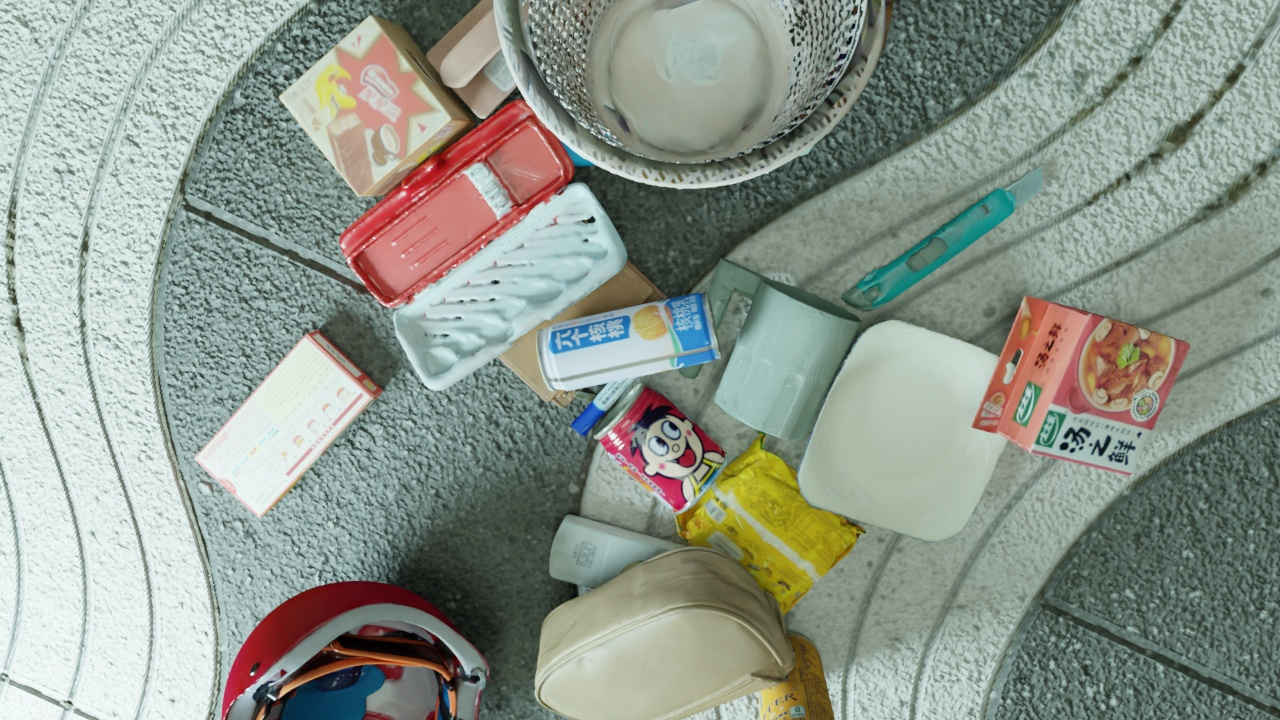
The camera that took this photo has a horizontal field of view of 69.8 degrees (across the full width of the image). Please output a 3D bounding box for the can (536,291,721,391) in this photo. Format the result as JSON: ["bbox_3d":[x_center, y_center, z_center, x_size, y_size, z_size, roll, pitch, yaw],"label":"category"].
[{"bbox_3d":[-0.009,-0.013,0.699,0.135,0.053,0.053,-12,101,8],"label":"can"}]

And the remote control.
[{"bbox_3d":[-0.003,0.178,0.792,0.150,0.021,0.058,16,106,0],"label":"remote control"}]

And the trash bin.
[{"bbox_3d":[0.033,-0.216,0.606,0.227,0.192,0.227,0,93,3],"label":"trash bin"}]

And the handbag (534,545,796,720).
[{"bbox_3d":[0.017,0.227,0.743,0.205,0.099,0.148,-32,121,28],"label":"handbag"}]

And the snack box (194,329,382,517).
[{"bbox_3d":[-0.301,0.055,0.784,0.077,0.027,0.156,45,101,-5],"label":"snack box"}]

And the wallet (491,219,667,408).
[{"bbox_3d":[-0.055,-0.034,0.743,0.119,0.035,0.131,43,104,-7],"label":"wallet"}]

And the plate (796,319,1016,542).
[{"bbox_3d":[0.212,0.055,0.730,0.164,0.034,0.164,19,101,-15],"label":"plate"}]

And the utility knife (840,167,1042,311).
[{"bbox_3d":[0.238,-0.093,0.720,0.178,0.013,0.029,-36,98,11],"label":"utility knife"}]

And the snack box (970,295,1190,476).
[{"bbox_3d":[0.337,0.020,0.704,0.127,0.044,0.113,13,104,-18],"label":"snack box"}]

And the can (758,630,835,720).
[{"bbox_3d":[0.125,0.279,0.741,0.058,0.146,0.058,1,102,4],"label":"can"}]

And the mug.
[{"bbox_3d":[0.097,-0.010,0.722,0.124,0.083,0.103,28,105,25],"label":"mug"}]

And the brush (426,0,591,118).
[{"bbox_3d":[-0.087,-0.251,0.679,0.146,0.073,0.063,-41,96,9],"label":"brush"}]

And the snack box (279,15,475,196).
[{"bbox_3d":[-0.197,-0.190,0.697,0.094,0.077,0.093,-36,97,10],"label":"snack box"}]

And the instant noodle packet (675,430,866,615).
[{"bbox_3d":[0.105,0.137,0.764,0.128,0.044,0.111,43,95,-9],"label":"instant noodle packet"}]

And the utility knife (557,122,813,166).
[{"bbox_3d":[0.033,-0.170,0.716,0.208,0.018,0.034,0,102,3],"label":"utility knife"}]

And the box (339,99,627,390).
[{"bbox_3d":[-0.126,-0.088,0.721,0.201,0.049,0.160,-32,91,16],"label":"box"}]

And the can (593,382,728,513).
[{"bbox_3d":[0.016,0.070,0.744,0.094,0.066,0.066,42,102,-5],"label":"can"}]

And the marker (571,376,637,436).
[{"bbox_3d":[-0.004,0.004,0.753,0.017,0.017,0.146,41,99,-5],"label":"marker"}]

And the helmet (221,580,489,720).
[{"bbox_3d":[-0.247,0.288,0.762,0.206,0.144,0.240,7,103,-34],"label":"helmet"}]
